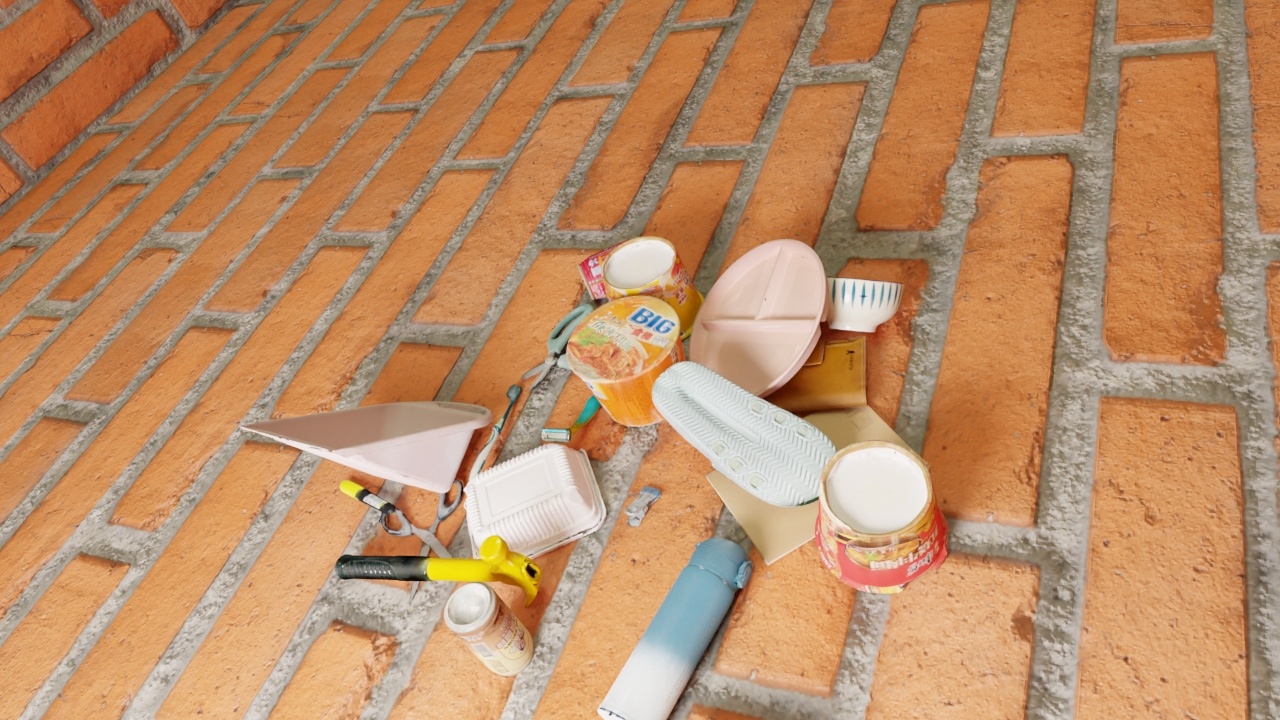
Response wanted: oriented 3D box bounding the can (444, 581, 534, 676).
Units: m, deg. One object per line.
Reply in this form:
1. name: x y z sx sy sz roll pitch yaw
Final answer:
1. can: -0.160 0.289 0.983 0.058 0.116 0.058 -12 45 13

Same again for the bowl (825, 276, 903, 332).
1. bowl: 0.271 -0.071 1.164 0.117 0.116 0.066 7 96 29

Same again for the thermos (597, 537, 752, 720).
1. thermos: 0.041 0.281 0.942 0.070 0.070 0.219 16 56 34

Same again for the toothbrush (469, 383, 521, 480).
1. toothbrush: -0.196 0.093 1.235 0.016 0.018 0.191 -34 22 34

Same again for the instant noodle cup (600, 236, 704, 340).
1. instant noodle cup: 0.012 -0.099 1.287 0.138 0.110 0.137 -11 46 12

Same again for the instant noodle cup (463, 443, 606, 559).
1. instant noodle cup: -0.141 0.172 1.130 0.173 0.060 0.138 -25 44 1

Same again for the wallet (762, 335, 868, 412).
1. wallet: 0.216 0.015 1.142 0.131 0.035 0.118 -7 49 20

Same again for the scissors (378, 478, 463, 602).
1. scissors: -0.275 0.225 1.170 0.160 0.014 0.180 0 50 23

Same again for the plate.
1. plate: 0.150 -0.047 1.166 0.230 0.028 0.229 -33 43 36

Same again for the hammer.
1. hammer: -0.243 0.245 1.074 0.301 0.129 0.032 -6 50 30

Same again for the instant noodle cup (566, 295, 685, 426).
1. instant noodle cup: -0.007 0.007 1.190 0.151 0.111 0.151 -13 44 13

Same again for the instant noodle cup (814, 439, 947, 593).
1. instant noodle cup: 0.241 0.152 0.936 0.138 0.109 0.137 -9 52 12

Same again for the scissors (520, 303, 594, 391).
1. scissors: -0.099 -0.028 1.320 0.170 0.019 0.180 -25 35 19

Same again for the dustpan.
1. dustpan: -0.334 0.077 1.192 0.223 0.273 0.138 8 73 37

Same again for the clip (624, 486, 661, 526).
1. clip: 0.001 0.171 1.097 0.024 0.027 0.056 15 46 32

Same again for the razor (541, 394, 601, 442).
1. razor: -0.079 0.072 1.205 0.043 0.028 0.132 -3 24 29

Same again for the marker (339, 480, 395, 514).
1. marker: -0.367 0.185 1.236 0.124 0.015 0.018 14 58 41

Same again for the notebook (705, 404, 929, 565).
1. notebook: 0.199 0.128 1.059 0.211 0.012 0.149 -30 43 -6

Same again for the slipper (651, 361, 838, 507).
1. slipper: 0.116 0.089 1.072 0.245 0.074 0.104 35 75 27

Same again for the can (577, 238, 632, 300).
1. can: -0.041 -0.135 1.375 0.094 0.066 0.066 -24 44 1
